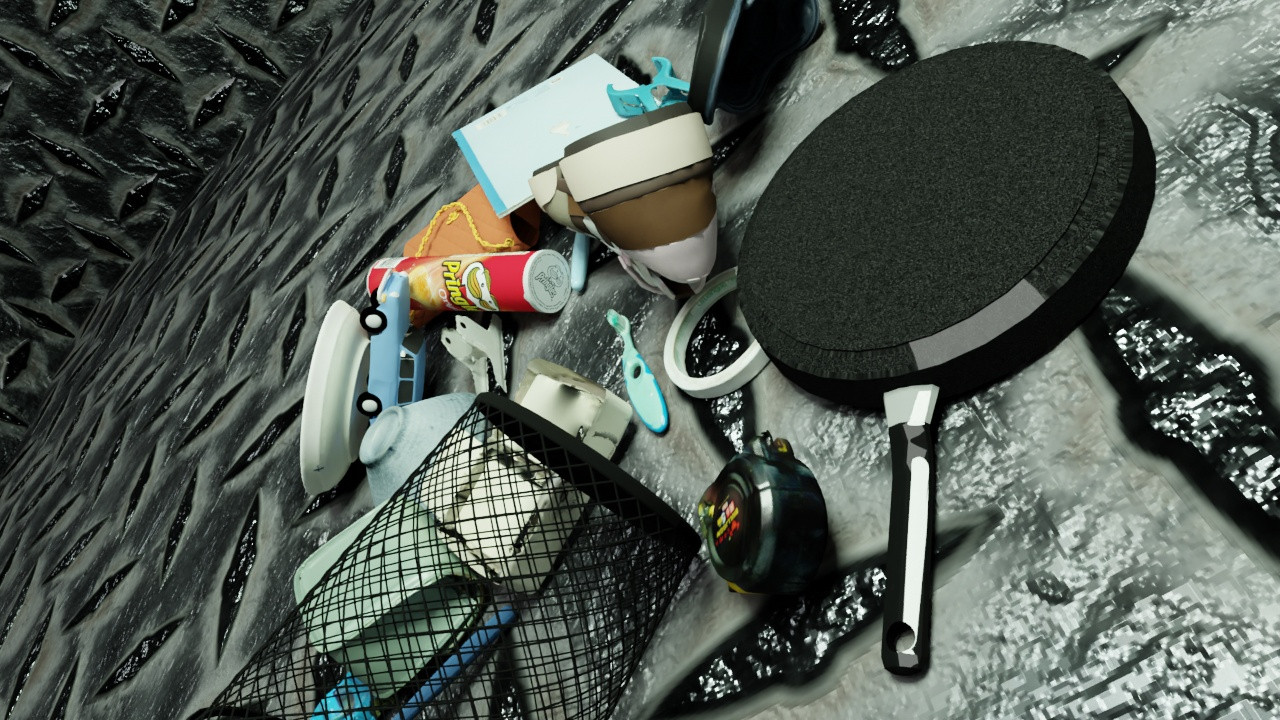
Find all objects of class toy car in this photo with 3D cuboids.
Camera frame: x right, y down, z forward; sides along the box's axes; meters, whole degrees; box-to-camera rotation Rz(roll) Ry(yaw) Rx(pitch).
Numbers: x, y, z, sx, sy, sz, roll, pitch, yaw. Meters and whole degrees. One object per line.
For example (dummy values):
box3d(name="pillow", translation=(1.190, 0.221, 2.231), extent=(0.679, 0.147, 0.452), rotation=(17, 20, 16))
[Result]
box3d(name="toy car", translation=(-0.219, -0.005, 0.816), extent=(0.056, 0.055, 0.154), rotation=(-96, 15, -62))
box3d(name="toy car", translation=(-0.208, 0.250, 0.645), extent=(0.105, 0.032, 0.048), rotation=(-56, 33, -6))

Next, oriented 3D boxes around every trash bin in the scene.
box3d(name="trash bin", translation=(-0.084, 0.142, 0.470), extent=(0.184, 0.184, 0.210), rotation=(15, 67, 55))

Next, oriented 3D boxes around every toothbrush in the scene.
box3d(name="toothbrush", translation=(-0.141, 0.216, 0.576), extent=(0.167, 0.014, 0.014), rotation=(-44, 20, -12))
box3d(name="toothbrush", translation=(-0.051, -0.115, 0.797), extent=(0.022, 0.016, 0.154), rotation=(112, 163, -45))
box3d(name="toothbrush", translation=(-0.004, 0.004, 0.630), extent=(0.022, 0.017, 0.135), rotation=(-40, 35, 14))

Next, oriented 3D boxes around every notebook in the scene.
box3d(name="notebook", translation=(-0.086, -0.228, 0.895), extent=(0.181, 0.009, 0.253), rotation=(-30, 35, -2))

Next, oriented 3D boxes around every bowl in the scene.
box3d(name="bowl", translation=(-0.194, 0.074, 0.763), extent=(0.137, 0.057, 0.136), rotation=(-31, 39, 29))

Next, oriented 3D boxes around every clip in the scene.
box3d(name="clip", translation=(-0.134, -0.017, 0.779), extent=(0.052, 0.059, 0.101), rotation=(-25, 40, 8))
box3d(name="clip", translation=(-0.003, -0.224, 0.801), extent=(0.120, 0.030, 0.130), rotation=(-18, 36, 8))

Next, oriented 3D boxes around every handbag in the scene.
box3d(name="handbag", translation=(-0.177, -0.114, 0.914), extent=(0.172, 0.060, 0.108), rotation=(-30, 44, 31))
box3d(name="handbag", translation=(-0.175, 0.164, 0.646), extent=(0.106, 0.067, 0.122), rotation=(-40, 32, -13))

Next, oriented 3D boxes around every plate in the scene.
box3d(name="plate", translation=(-0.277, 0.036, 0.856), extent=(0.182, 0.034, 0.182), rotation=(-174, 91, -82))

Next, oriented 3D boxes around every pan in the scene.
box3d(name="pan", translation=(0.137, -0.025, 0.464), extent=(0.226, 0.034, 0.355), rotation=(-14, 51, 38))

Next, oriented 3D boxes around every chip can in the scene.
box3d(name="chip can", translation=(-0.158, -0.069, 0.813), extent=(0.215, 0.052, 0.051), rotation=(3, 62, 38))

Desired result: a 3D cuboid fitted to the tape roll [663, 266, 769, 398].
box3d(name="tape roll", translation=(0.054, -0.019, 0.584), extent=(0.093, 0.013, 0.092), rotation=(-31, 40, 29))

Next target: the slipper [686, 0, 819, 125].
box3d(name="slipper", translation=(0.092, -0.255, 0.705), extent=(0.264, 0.083, 0.109), rotation=(-75, -1, -49))

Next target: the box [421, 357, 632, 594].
box3d(name="box", translation=(-0.094, 0.066, 0.649), extent=(0.184, 0.044, 0.143), rotation=(24, 81, 48))

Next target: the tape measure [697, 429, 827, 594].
box3d(name="tape measure", translation=(0.060, 0.079, 0.448), extent=(0.072, 0.042, 0.072), rotation=(121, 152, -42))

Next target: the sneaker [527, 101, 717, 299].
box3d(name="sneaker", translation=(-0.002, -0.104, 0.665), extent=(0.111, 0.116, 0.294), rotation=(-22, 11, -11))
